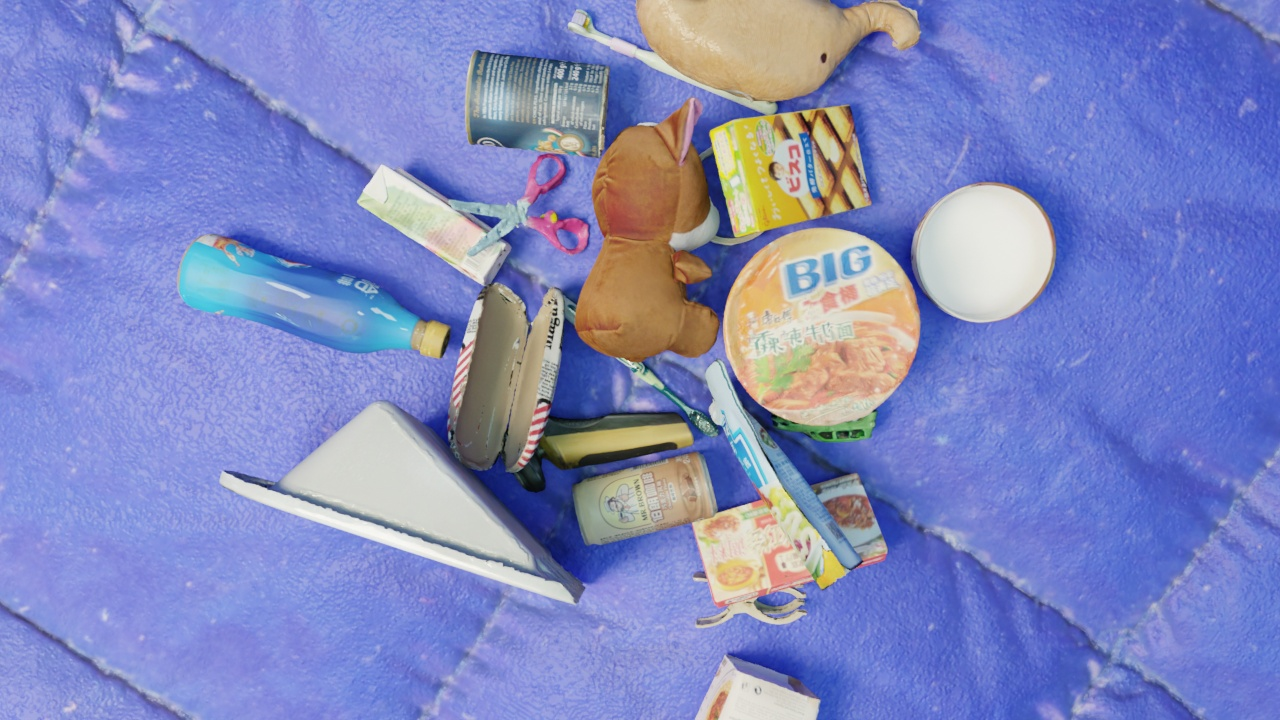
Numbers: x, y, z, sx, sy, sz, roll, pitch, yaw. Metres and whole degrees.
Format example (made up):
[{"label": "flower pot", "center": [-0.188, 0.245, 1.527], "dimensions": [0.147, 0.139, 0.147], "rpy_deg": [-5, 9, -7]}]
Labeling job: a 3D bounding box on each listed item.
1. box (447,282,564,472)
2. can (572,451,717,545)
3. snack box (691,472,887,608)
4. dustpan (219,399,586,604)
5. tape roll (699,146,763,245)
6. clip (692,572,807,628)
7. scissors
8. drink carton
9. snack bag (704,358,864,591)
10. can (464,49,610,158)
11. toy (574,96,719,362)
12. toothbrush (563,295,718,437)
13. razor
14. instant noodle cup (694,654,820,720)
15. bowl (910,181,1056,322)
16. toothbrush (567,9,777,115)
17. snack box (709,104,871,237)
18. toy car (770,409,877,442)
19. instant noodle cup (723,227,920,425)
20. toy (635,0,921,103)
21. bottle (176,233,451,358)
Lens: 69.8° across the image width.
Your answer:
[{"label": "box", "center": [-0.096, 0.011, 0.742], "dimensions": [0.088, 0.076, 0.162], "rpy_deg": [-8, 57, 25]}, {"label": "can", "center": [0.004, 0.119, 0.787], "dimensions": [0.116, 0.058, 0.058], "rpy_deg": [-14, 95, 1]}, {"label": "snack box", "center": [0.127, 0.155, 0.791], "dimensions": [0.153, 0.025, 0.075], "rpy_deg": [-16, 64, 1]}, {"label": "dustpan", "center": [-0.184, 0.136, 0.714], "dimensions": [0.142, 0.223, 0.257], "rpy_deg": [-43, 83, -9]}, {"label": "tape roll", "center": [0.077, -0.143, 0.786], "dimensions": [0.086, 0.014, 0.086], "rpy_deg": [0, 95, 0]}, {"label": "clip", "center": [0.096, 0.212, 0.809], "dimensions": [0.100, 0.034, 0.072], "rpy_deg": [-1, 96, 5]}, {"label": "scissors", "center": [-0.098, -0.129, 0.754], "dimensions": [0.134, 0.017, 0.113], "rpy_deg": [4, 83, -39]}, {"label": "drink carton", "center": [-0.170, -0.114, 0.768], "dimensions": [0.122, 0.053, 0.045], "rpy_deg": [33, 91, -3]}, {"label": "snack bag", "center": [0.107, 0.092, 0.737], "dimensions": [0.039, 0.110, 0.191], "rpy_deg": [-34, 72, 1]}, {"label": "can", "center": [-0.081, -0.208, 0.749], "dimensions": [0.111, 0.075, 0.075], "rpy_deg": [6, 95, -1]}, {"label": "toy", "center": [0.013, -0.099, 0.733], "dimensions": [0.130, 0.140, 0.199], "rpy_deg": [-2, 90, -37]}, {"label": "toothbrush", "center": [-0.005, 0.005, 0.797], "dimensions": [0.191, 0.018, 0.016], "rpy_deg": [40, 94, -4]}, {"label": "razor", "center": [-0.038, 0.073, 0.787], "dimensions": [0.167, 0.062, 0.067], "rpy_deg": [-7, 63, -5]}, {"label": "instant noodle cup", "center": [0.092, 0.330, 0.786], "dimensions": [0.116, 0.116, 0.124], "rpy_deg": [20, 82, -2]}, {"label": "bowl", "center": [0.279, -0.089, 0.768], "dimensions": [0.113, 0.062, 0.113], "rpy_deg": [0, 94, 1]}, {"label": "toothbrush", "center": [0.029, -0.249, 0.775], "dimensions": [0.189, 0.029, 0.020], "rpy_deg": [23, 136, -3]}, {"label": "snack box", "center": [0.124, -0.155, 0.740], "dimensions": [0.140, 0.034, 0.087], "rpy_deg": [-17, 96, -34]}, {"label": "toy car", "center": [0.157, 0.051, 0.789], "dimensions": [0.091, 0.043, 0.036], "rpy_deg": [2, 95, 0]}, {"label": "instant noodle cup", "center": [0.137, -0.029, 0.748], "dimensions": [0.151, 0.111, 0.151], "rpy_deg": [0, 95, -1]}, {"label": "toy", "center": [0.107, -0.272, 0.741], "dimensions": [0.226, 0.082, 0.143], "rpy_deg": [21, 88, -3]}, {"label": "bottle", "center": [-0.268, -0.045, 0.767], "dimensions": [0.218, 0.065, 0.065], "rpy_deg": [17, 95, -2]}]
